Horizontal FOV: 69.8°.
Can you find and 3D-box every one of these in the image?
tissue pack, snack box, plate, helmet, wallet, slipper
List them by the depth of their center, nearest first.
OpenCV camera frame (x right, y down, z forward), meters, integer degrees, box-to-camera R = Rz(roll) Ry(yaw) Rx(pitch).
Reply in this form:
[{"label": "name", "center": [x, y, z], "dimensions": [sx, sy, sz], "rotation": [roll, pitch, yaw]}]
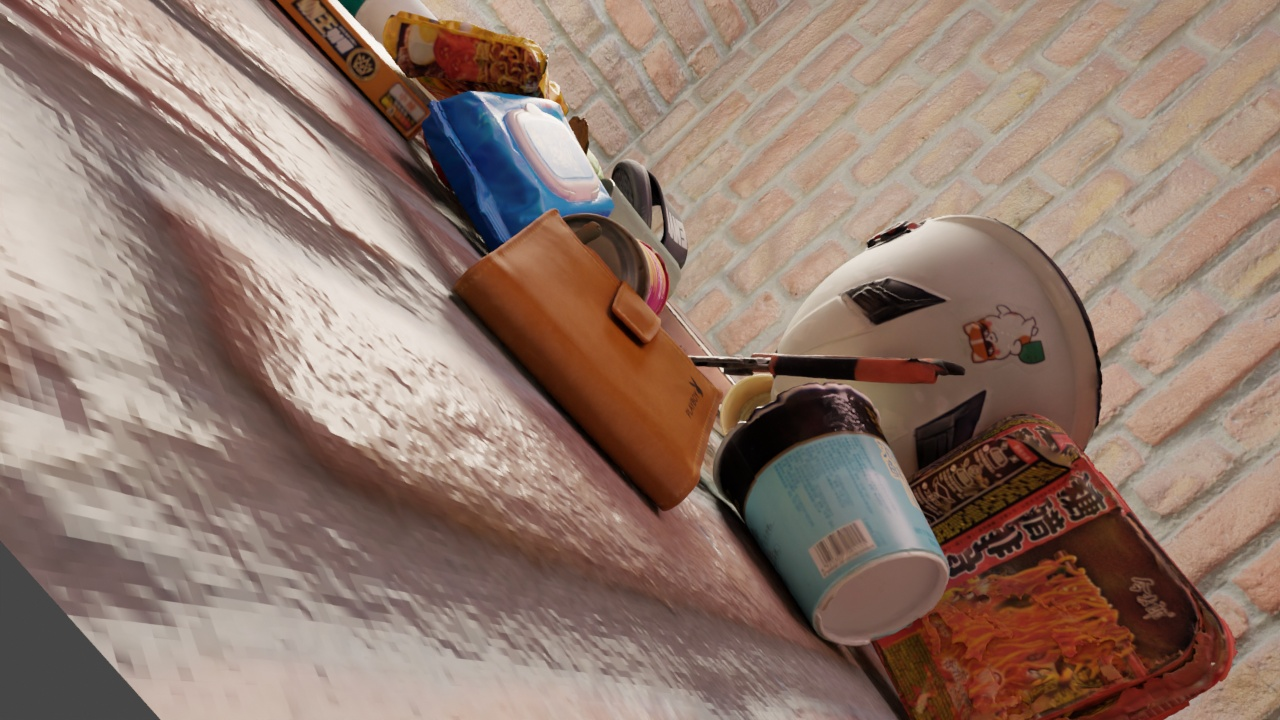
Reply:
[{"label": "wallet", "center": [-0.017, -0.008, 0.426], "dimensions": [0.130, 0.035, 0.118], "rotation": [47, 28, -9]}, {"label": "tissue pack", "center": [-0.068, -0.117, 0.567], "dimensions": [0.095, 0.052, 0.156], "rotation": [59, 22, 0]}, {"label": "snack box", "center": [-0.196, -0.213, 0.602], "dimensions": [0.154, 0.026, 0.075], "rotation": [47, 5, -19]}, {"label": "helmet", "center": [0.186, 0.023, 0.682], "dimensions": [0.274, 0.156, 0.230], "rotation": [123, -53, -74]}, {"label": "slipper", "center": [0.005, -0.137, 0.968], "dimensions": [0.268, 0.083, 0.110], "rotation": [151, -61, -81]}, {"label": "plate", "center": [0.051, -0.015, 1.070], "dimensions": [0.192, 0.039, 0.192], "rotation": [49, 5, -6]}]

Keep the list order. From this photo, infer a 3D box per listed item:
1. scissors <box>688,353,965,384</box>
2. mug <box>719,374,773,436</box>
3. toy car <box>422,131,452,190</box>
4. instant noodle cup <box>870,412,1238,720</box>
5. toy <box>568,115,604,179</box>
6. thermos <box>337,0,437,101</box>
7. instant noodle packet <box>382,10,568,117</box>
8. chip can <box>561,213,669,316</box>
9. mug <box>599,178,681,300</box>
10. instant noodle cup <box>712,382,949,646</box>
[{"label": "scissors", "center": [0.078, 0.002, 0.518], "dimensions": [0.206, 0.015, 0.201], "rotation": [4, 2, 29]}, {"label": "mug", "center": [0.131, 0.078, 0.909], "dimensions": [0.106, 0.082, 0.114], "rotation": [35, 41, -72]}, {"label": "toy car", "center": [-0.105, -0.119, 0.603], "dimensions": [0.106, 0.031, 0.049], "rotation": [34, 32, -51]}, {"label": "instant noodle cup", "center": [0.218, 0.142, 0.531], "dimensions": [0.079, 0.165, 0.188], "rotation": [44, 17, -42]}, {"label": "toy", "center": [-0.093, -0.202, 0.990], "dimensions": [0.246, 0.090, 0.227], "rotation": [48, -21, 59]}, {"label": "thermos", "center": [-0.173, -0.238, 0.767], "dimensions": [0.224, 0.073, 0.073], "rotation": [49, 6, 11]}, {"label": "instant noodle packet", "center": [-0.109, -0.195, 0.632], "dimensions": [0.111, 0.044, 0.128], "rotation": [15, 4, 0]}, {"label": "chip can", "center": [-0.022, -0.048, 0.578], "dimensions": [0.071, 0.071, 0.210], "rotation": [48, 6, 0]}, {"label": "mug", "center": [-0.036, -0.094, 0.813], "dimensions": [0.103, 0.083, 0.124], "rotation": [46, -19, -29]}, {"label": "instant noodle cup", "center": [0.113, 0.092, 0.526], "dimensions": [0.111, 0.111, 0.120], "rotation": [43, 15, -40]}]
